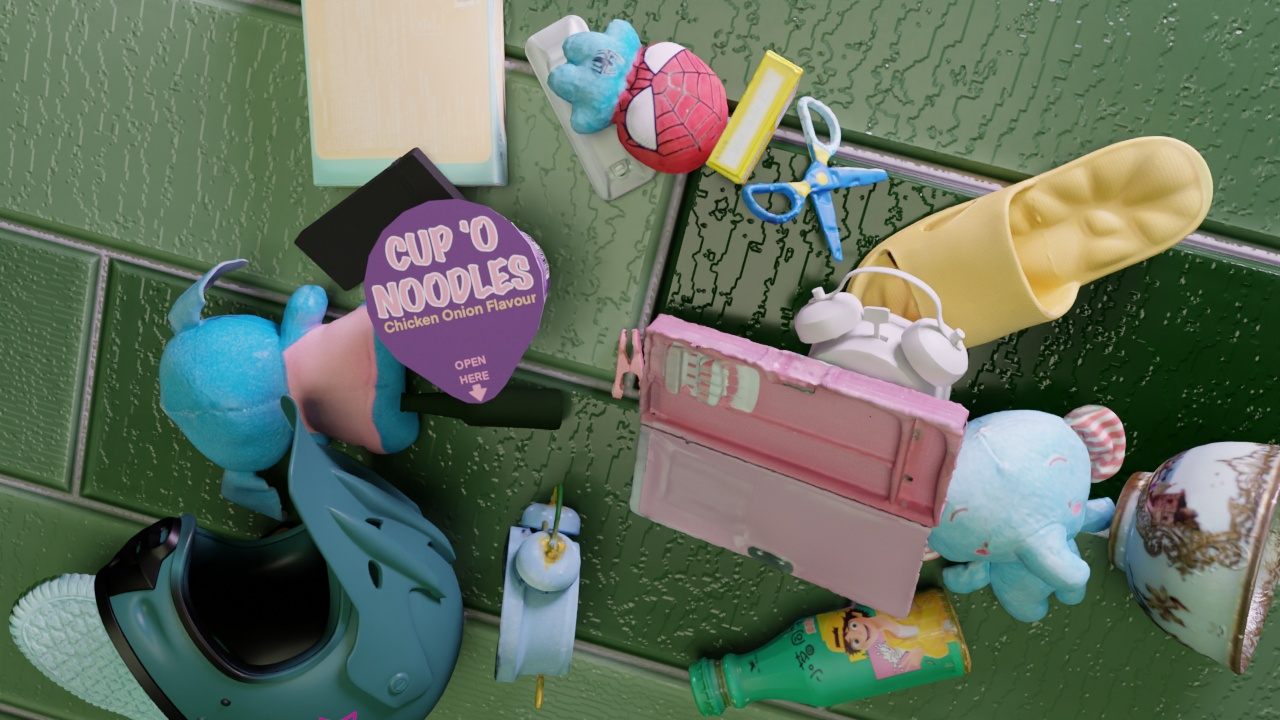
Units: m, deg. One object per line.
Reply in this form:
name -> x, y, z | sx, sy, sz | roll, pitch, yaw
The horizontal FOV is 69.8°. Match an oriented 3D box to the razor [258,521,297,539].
razor -> -0.349, 0.177, 0.784 | 0.144, 0.021, 0.044 | -31, 114, 12

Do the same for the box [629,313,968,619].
box -> 0.103, 0.074, 0.668 | 0.233, 0.039, 0.179 | 20, 123, 22

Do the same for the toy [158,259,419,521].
toy -> -0.270, 0.030, 0.718 | 0.191, 0.099, 0.224 | -4, 108, -4

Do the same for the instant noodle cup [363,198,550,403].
instant noodle cup -> -0.115, -0.048, 0.665 | 0.122, 0.121, 0.137 | -12, 99, 8

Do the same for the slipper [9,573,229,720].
slipper -> -0.399, 0.271, 0.787 | 0.116, 0.069, 0.276 | -35, 110, 10

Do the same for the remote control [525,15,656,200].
remote control -> -0.037, -0.186, 0.681 | 0.050, 0.022, 0.133 | -26, 97, 10

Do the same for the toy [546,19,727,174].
toy -> 0.002, -0.188, 0.650 | 0.133, 0.062, 0.092 | 23, 74, -10

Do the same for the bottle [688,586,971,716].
bottle -> 0.143, 0.234, 0.717 | 0.210, 0.068, 0.068 | -17, 98, 9

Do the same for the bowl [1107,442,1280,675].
bowl -> 0.390, 0.126, 0.644 | 0.094, 0.159, 0.160 | 15, 105, 41

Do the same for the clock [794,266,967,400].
clock -> 0.166, 0.005, 0.650 | 0.120, 0.060, 0.159 | 20, 127, 22

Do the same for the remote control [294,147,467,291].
remote control -> -0.197, -0.104, 0.691 | 0.134, 0.013, 0.058 | -26, 121, 26

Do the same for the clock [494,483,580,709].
clock -> -0.079, 0.173, 0.707 | 0.060, 0.118, 0.162 | 6, 108, -7

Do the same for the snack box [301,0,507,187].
snack box -> -0.174, -0.226, 0.678 | 0.141, 0.044, 0.194 | 1, 101, 7

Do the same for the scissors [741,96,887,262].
scissors -> 0.125, -0.130, 0.654 | 0.125, 0.013, 0.126 | -8, 84, -24

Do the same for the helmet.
helmet -> -0.238, 0.172, 0.673 | 0.200, 0.176, 0.275 | -30, 124, -7

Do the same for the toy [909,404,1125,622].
toy -> 0.278, 0.124, 0.667 | 0.183, 0.114, 0.181 | -26, 107, 5

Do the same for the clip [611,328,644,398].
clip -> -0.013, 0.006, 0.717 | 0.045, 0.023, 0.059 | -24, 102, 9

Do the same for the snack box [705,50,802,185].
snack box -> 0.076, -0.156, 0.609 | 0.025, 0.152, 0.075 | 30, 103, 1

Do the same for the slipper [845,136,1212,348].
slipper -> 0.265, -0.075, 0.641 | 0.264, 0.078, 0.099 | -25, 93, 13

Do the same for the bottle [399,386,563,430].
bottle -> -0.122, 0.035, 0.709 | 0.123, 0.033, 0.033 | 4, 101, -13
